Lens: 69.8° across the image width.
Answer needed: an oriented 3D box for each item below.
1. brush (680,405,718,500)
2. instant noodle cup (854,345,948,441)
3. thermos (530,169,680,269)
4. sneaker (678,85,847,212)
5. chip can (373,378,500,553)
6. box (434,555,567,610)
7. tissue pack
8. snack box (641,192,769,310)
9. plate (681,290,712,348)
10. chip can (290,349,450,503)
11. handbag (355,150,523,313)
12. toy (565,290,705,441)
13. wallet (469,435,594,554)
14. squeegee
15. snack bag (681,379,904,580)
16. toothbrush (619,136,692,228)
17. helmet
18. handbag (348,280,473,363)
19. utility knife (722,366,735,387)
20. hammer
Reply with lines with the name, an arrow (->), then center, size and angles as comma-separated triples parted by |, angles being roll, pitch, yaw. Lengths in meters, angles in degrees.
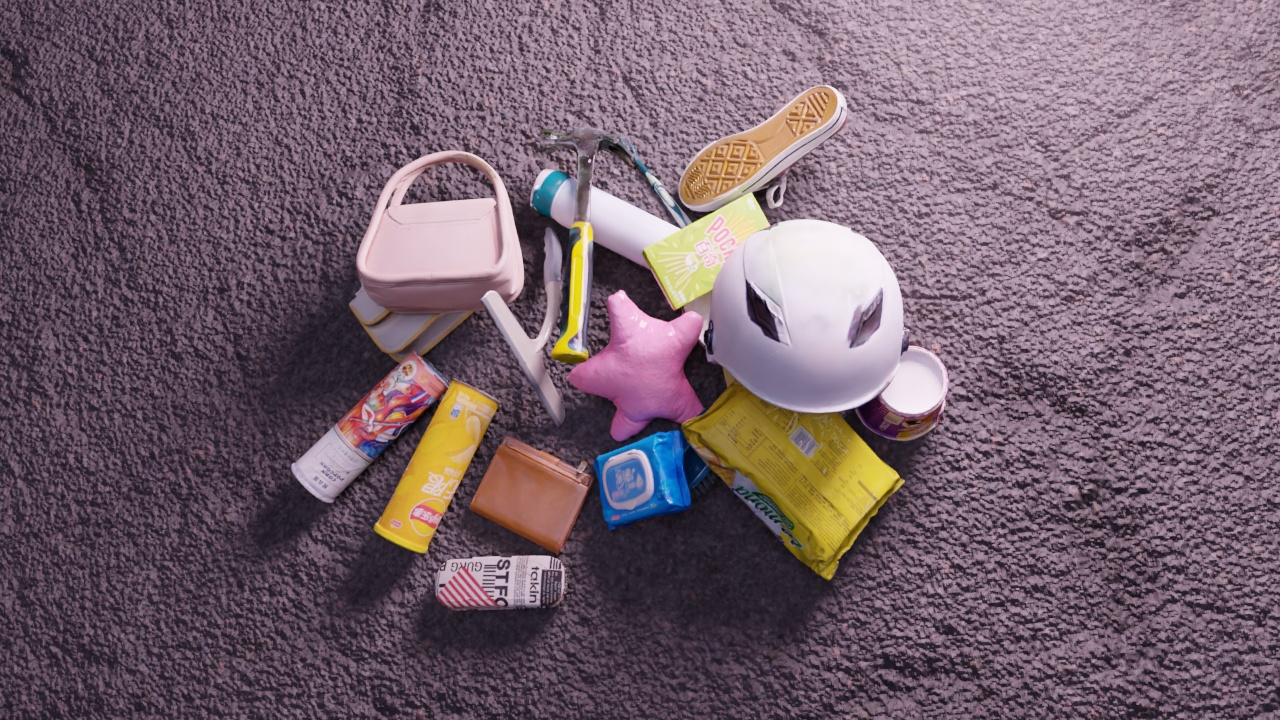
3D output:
brush -> 0.082, 0.100, 1.116 | 0.143, 0.073, 0.055 | -48, 38, -6
instant noodle cup -> 0.315, 0.033, 1.093 | 0.111, 0.099, 0.111 | -2, 75, 6
thermos -> -0.041, -0.184, 1.204 | 0.224, 0.073, 0.073 | 28, 82, 12
sneaker -> 0.165, -0.260, 1.187 | 0.241, 0.087, 0.118 | -30, 62, 22
chip can -> -0.254, 0.132, 1.156 | 0.072, 0.072, 0.213 | 25, 80, 12
box -> -0.172, 0.271, 1.119 | 0.164, 0.064, 0.074 | -6, 92, 6
tissue pack -> -0.002, 0.145, 1.098 | 0.158, 0.052, 0.095 | -26, 70, 43
snack box -> 0.089, -0.135, 1.136 | 0.156, 0.026, 0.086 | -28, 90, -7
plate -> 0.146, -0.076, 1.162 | 0.192, 0.039, 0.192 | 0, 73, 1
chip can -> -0.344, 0.083, 1.179 | 0.214, 0.071, 0.071 | -44, 76, -5
handbag -> -0.250, -0.176, 1.173 | 0.193, 0.093, 0.233 | -4, 64, 1
toy -> -0.007, 0.007, 1.134 | 0.178, 0.074, 0.195 | -5, 109, 6
wallet -> -0.134, 0.162, 1.152 | 0.131, 0.035, 0.119 | 25, 83, 12
squeegee -> -0.117, -0.085, 1.162 | 0.039, 0.247, 0.246 | -8, 49, 14
snack bag -> 0.182, 0.112, 1.069 | 0.246, 0.068, 0.157 | 46, 74, -1
toothbrush -> 0.026, -0.230, 1.231 | 0.016, 0.018, 0.191 | -35, 75, -2
helmet -> 0.187, -0.070, 1.015 | 0.229, 0.258, 0.146 | 3, 122, 6
handbag -> -0.315, -0.107, 1.227 | 0.163, 0.063, 0.178 | -42, 72, -5
utility knife -> 0.116, -0.011, 1.171 | 0.031, 0.018, 0.151 | -10, 78, 0
hammer -> -0.072, -0.150, 1.137 | 0.126, 0.032, 0.322 | 1, 68, 3
